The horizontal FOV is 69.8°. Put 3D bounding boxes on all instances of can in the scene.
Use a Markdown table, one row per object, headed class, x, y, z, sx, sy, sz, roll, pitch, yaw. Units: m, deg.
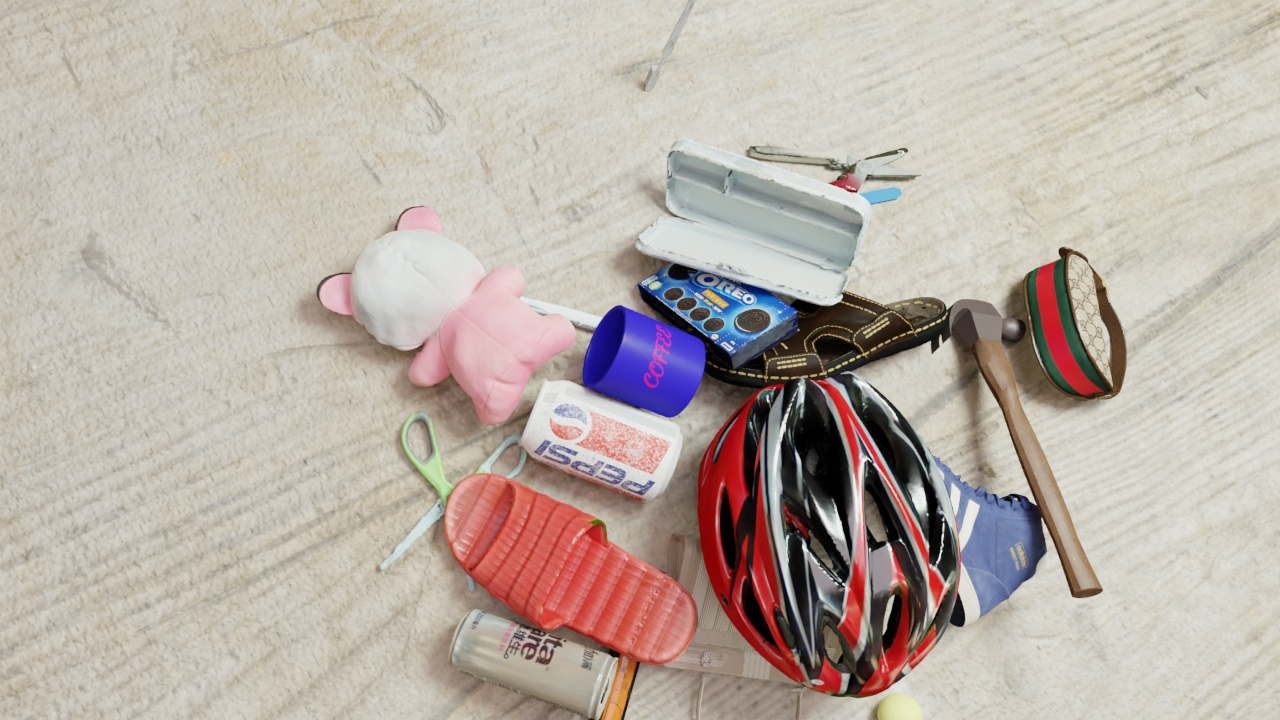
| class | x | y | z | sx | sy | sz | roll | pitch | yaw |
| --- | --- | --- | --- | --- | --- | --- | --- | --- | --- |
| can | -0.036 | 0.072 | 0.840 | 0.136 | 0.078 | 0.078 | 22 | 72 | -5 |
| can | -0.091 | 0.255 | 0.774 | 0.136 | 0.054 | 0.054 | 16 | 71 | 10 |

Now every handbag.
| class | x | y | z | sx | sy | sz | roll | pitch | yaw |
| --- | --- | --- | --- | --- | --- | --- | --- | --- | --- |
| handbag | 0.473 | -0.039 | 0.982 | 0.138 | 0.063 | 0.166 | 21 | 58 | -34 |
| handbag | 0.104 | 0.271 | 0.836 | 0.175 | 0.062 | 0.197 | 11 | 81 | -9 |

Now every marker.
| class | x | y | z | sx | sy | sz | roll | pitch | yaw |
| --- | --- | --- | --- | --- | --- | --- | --- | --- | --- |
| marker | -0.089 | -0.049 | 0.894 | 0.146 | 0.017 | 0.017 | 14 | 72 | -7 |

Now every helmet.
| class | x | y | z | sx | sy | sz | roll | pitch | yaw |
| --- | --- | --- | --- | --- | --- | --- | --- | --- | --- |
| helmet | 0.164 | 0.141 | 0.771 | 0.217 | 0.167 | 0.271 | -8 | 72 | -17 |

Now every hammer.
| class | x | y | z | sx | sy | sz | roll | pitch | yaw |
| --- | --- | --- | --- | --- | --- | --- | --- | --- | --- |
| hammer | -0.023 | 0.337 | 0.793 | 0.138 | 0.035 | 0.313 | 19 | 71 | -4 |
| hammer | 0.370 | 0.072 | 0.892 | 0.115 | 0.033 | 0.322 | 7 | 53 | -21 |

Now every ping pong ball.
| class | x | y | z | sx | sy | sz | roll | pitch | yaw |
| --- | --- | --- | --- | --- | --- | --- | --- | --- | --- |
| ping pong ball | 0.239 | 0.328 | 0.847 | 0.040 | 0.040 | 0.040 | 3 | 74 | -11 |

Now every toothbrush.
| class | x | y | z | sx | sy | sz | roll | pitch | yaw |
| --- | --- | --- | --- | --- | --- | --- | --- | --- | --- |
| toothbrush | 0.033 | -0.324 | 0.908 | 0.010 | 0.182 | 0.010 | -4 | 72 | -18 |
| toothbrush | 0.212 | -0.170 | 0.992 | 0.166 | 0.014 | 0.016 | -13 | 78 | -15 |

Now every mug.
| class | x | y | z | sx | sy | sz | roll | pitch | yaw |
| --- | --- | --- | --- | --- | --- | --- | --- | --- | --- |
| mug | -0.005 | 0.005 | 0.848 | 0.083 | 0.111 | 0.079 | 22 | 68 | -23 |

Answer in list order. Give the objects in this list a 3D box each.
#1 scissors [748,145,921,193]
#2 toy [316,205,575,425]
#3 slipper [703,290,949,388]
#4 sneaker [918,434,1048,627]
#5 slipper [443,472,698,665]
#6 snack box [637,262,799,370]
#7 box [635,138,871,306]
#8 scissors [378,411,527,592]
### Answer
| class | x | y | z | sx | sy | sz | roll | pitch | yaw |
| --- | --- | --- | --- | --- | --- | --- | --- | --- | --- |
| scissors | 0.206 | -0.204 | 0.993 | 0.179 | 0.015 | 0.186 | 28 | 58 | 5 |
| toy | -0.174 | -0.046 | 0.832 | 0.213 | 0.084 | 0.141 | 38 | 79 | 12 |
| slipper | 0.184 | -0.034 | 0.903 | 0.267 | 0.113 | 0.076 | -15 | 109 | -18 |
| sneaker | 0.312 | 0.125 | 0.890 | 0.118 | 0.091 | 0.233 | -21 | 81 | -12 |
| slipper | -0.066 | 0.179 | 0.788 | 0.249 | 0.059 | 0.103 | 29 | 76 | 9 |
| snack box | 0.073 | -0.053 | 0.880 | 0.082 | 0.027 | 0.150 | -33 | 46 | -18 |
| box | 0.100 | -0.112 | 0.879 | 0.215 | 0.107 | 0.124 | 21 | 60 | 17 |
| scissors | -0.167 | 0.123 | 0.832 | 0.167 | 0.023 | 0.171 | -16 | 83 | -21 |
